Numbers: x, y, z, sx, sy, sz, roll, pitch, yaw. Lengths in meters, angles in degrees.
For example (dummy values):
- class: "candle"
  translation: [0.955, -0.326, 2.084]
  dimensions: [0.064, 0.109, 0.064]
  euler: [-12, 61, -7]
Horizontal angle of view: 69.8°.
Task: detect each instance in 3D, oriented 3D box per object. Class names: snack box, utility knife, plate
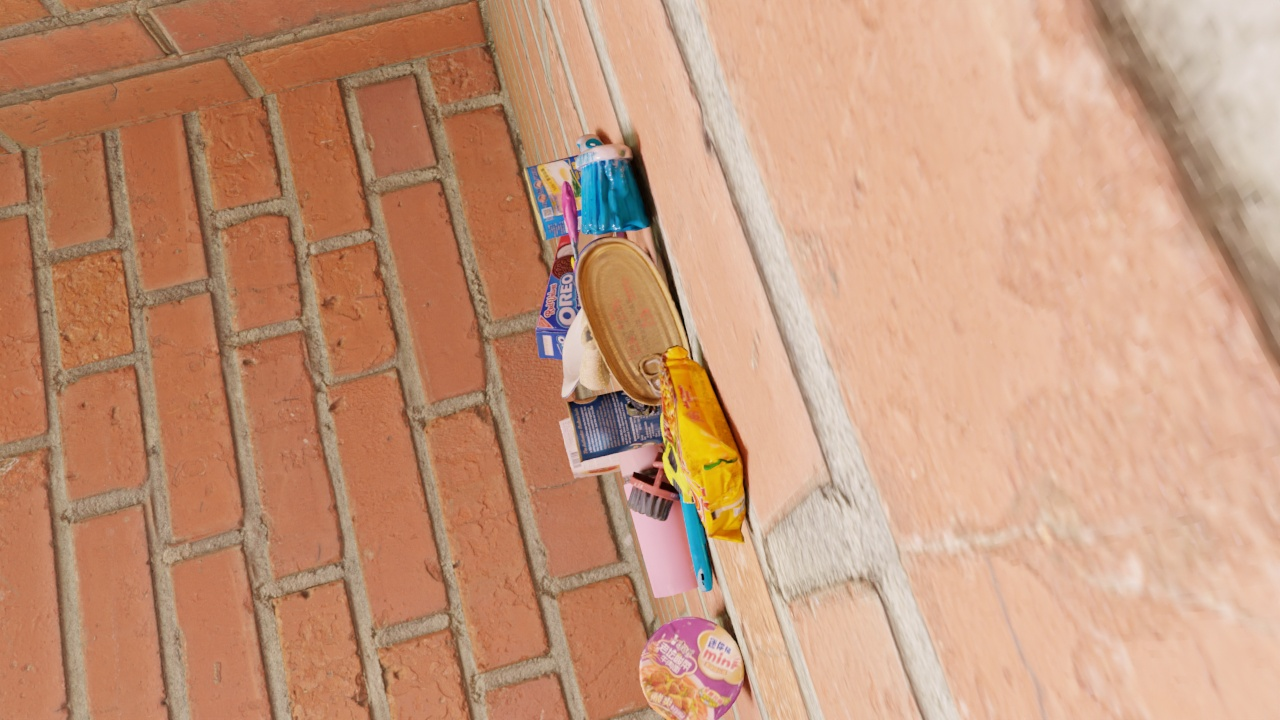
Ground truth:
- class: "snack box"
  translation: [-0.096, -0.093, 1.246]
  dimensions: [0.058, 0.057, 0.207]
  euler: [90, -173, -48]
- class: "utility knife"
  translation: [0.055, 0.163, 0.995]
  dimensions: [0.034, 0.018, 0.182]
  euler: [-62, -39, -73]
- class: "plate"
  translation: [-0.046, -0.043, 1.066]
  dimensions: [0.165, 0.034, 0.163]
  euler: [-61, 17, 24]

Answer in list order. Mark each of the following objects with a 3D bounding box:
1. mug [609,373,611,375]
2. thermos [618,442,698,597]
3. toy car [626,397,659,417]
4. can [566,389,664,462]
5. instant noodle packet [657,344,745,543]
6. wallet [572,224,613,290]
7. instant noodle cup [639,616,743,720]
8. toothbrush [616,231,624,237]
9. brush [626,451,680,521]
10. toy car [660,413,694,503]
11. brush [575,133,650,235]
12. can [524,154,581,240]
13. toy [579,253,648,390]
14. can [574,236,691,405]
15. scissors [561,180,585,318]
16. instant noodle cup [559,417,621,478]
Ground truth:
- class: "mug"
  translation: [-0.041, -0.016, 1.214]
  dimensions: [0.123, 0.078, 0.078]
  euler: [83, 171, -86]
- class: "thermos"
  translation: [0.026, 0.192, 1.159]
  dimensions: [0.087, 0.067, 0.198]
  euler: [4, -112, -64]
- class: "toy car"
  translation: [-0.006, 0.006, 1.062]
  dimensions: [0.158, 0.042, 0.070]
  euler: [-108, 7, -62]
- class: "can"
  translation: [-0.027, 0.074, 1.104]
  dimensions: [0.075, 0.111, 0.075]
  euler: [166, 91, -85]
- class: "instant noodle packet"
  translation: [0.047, 0.068, 0.709]
  dimensions: [0.111, 0.044, 0.128]
  euler: [75, 176, -46]
- class: "wallet"
  translation: [-0.050, -0.132, 1.020]
  dimensions: [0.090, 0.033, 0.115]
  euler: [-123, 40, -68]
- class: "instant noodle cup"
  translation: [0.058, 0.335, 1.014]
  dimensions: [0.099, 0.111, 0.111]
  euler: [59, -165, -80]
- class: "toothbrush"
  translation: [-0.018, -0.068, 0.966]
  dimensions: [0.017, 0.014, 0.188]
  euler: [-36, 52, 50]
- class: "brush"
  translation: [0.018, 0.141, 1.048]
  dimensions: [0.146, 0.063, 0.069]
  euler: [63, -133, -85]
- class: "toy car"
  translation: [0.037, 0.095, 0.928]
  dimensions: [0.048, 0.032, 0.105]
  euler: [83, 172, -58]
- class: "brush"
  translation: [-0.037, -0.176, 0.883]
  dimensions: [0.314, 0.060, 0.109]
  euler: [-125, 26, -80]
- class: "can"
  translation: [-0.099, -0.212, 1.188]
  dimensions: [0.057, 0.083, 0.102]
  euler: [88, 166, -66]
- class: "toy"
  translation: [-0.027, -0.034, 0.895]
  dimensions: [0.104, 0.066, 0.158]
  euler: [-59, -6, -46]
- class: "can"
  translation: [-0.008, -0.035, 0.780]
  dimensions: [0.049, 0.074, 0.148]
  euler: [-123, 8, -78]
- class: "scissors"
  translation: [-0.059, -0.101, 0.849]
  dimensions: [0.133, 0.017, 0.134]
  euler: [93, 169, -85]
- class: "instant noodle cup"
  translation: [-0.043, 0.109, 1.278]
  dimensions: [0.116, 0.124, 0.116]
  euler: [98, 157, -76]
